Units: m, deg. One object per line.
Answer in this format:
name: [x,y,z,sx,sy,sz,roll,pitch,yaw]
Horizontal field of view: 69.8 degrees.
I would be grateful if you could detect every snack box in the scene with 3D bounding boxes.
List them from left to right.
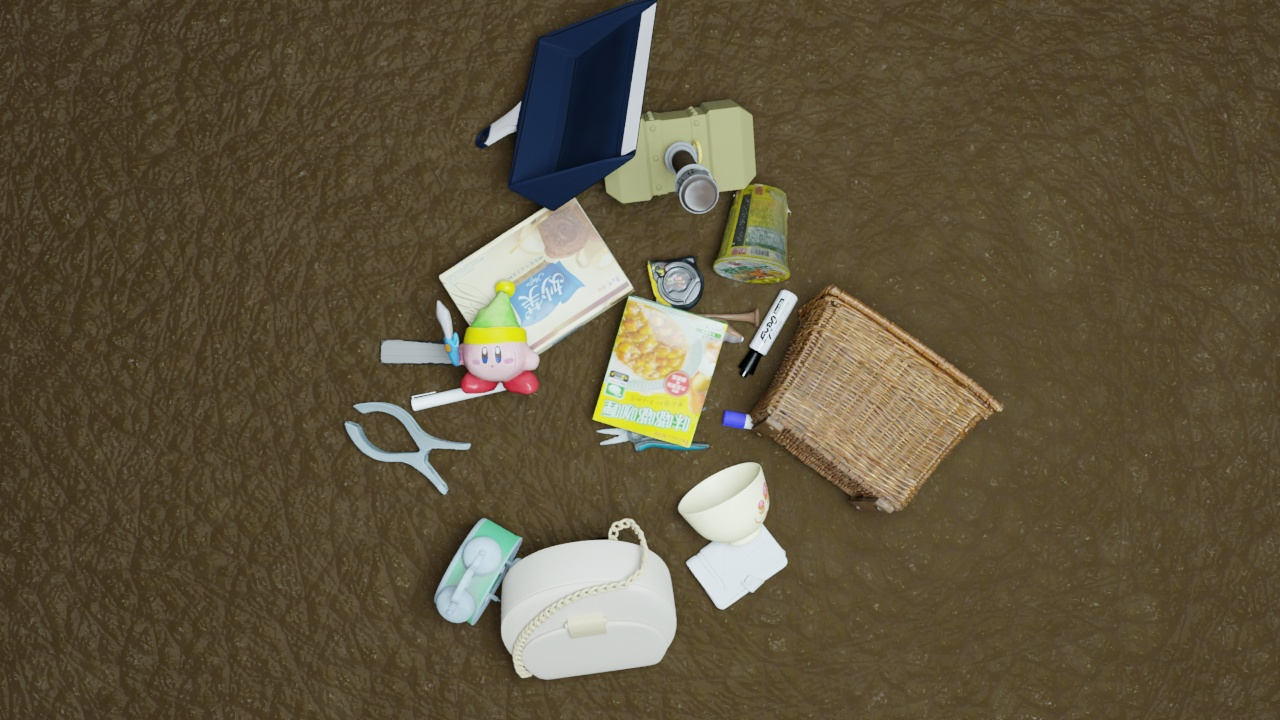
snack box: [-0.134,-0.100,1.199,0.207,0.055,0.153,-33,88,0]
snack box: [0.024,0.014,1.176,0.132,0.027,0.168,16,98,-1]

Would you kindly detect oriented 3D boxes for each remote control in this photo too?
remote control: [-0.277,-0.010,1.219,0.136,0.013,0.033,2,87,2]

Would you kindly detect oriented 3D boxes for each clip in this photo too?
clip: [-0.317,0.122,1.210,0.163,0.028,0.108,24,90,2]

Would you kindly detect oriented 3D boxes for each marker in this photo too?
marker: [-0.237,0.043,1.215,0.133,0.017,0.020,-13,86,0]
marker: [0.166,-0.034,1.209,0.025,0.025,0.126,30,89,1]
marker: [0.180,0.089,1.209,0.141,0.020,0.020,11,88,1]

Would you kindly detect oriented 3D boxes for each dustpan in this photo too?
dustpan: [-0.106,-0.314,1.145,0.080,0.274,0.235,22,63,-32]

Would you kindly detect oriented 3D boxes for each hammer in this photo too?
hammer: [0.051,-0.223,1.060,0.190,0.324,0.101,-7,112,0]

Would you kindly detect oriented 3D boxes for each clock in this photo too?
clock: [-0.200,0.266,1.136,0.075,0.161,0.122,29,89,2]

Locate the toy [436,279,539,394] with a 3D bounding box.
toy: [-0.185,-0.027,1.142,0.124,0.096,0.131,0,109,8]

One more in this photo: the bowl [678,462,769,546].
bowl: [0.117,0.192,1.164,0.118,0.118,0.074,-29,99,-1]

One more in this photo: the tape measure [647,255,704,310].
tape measure: [0.048,-0.101,1.205,0.071,0.042,0.072,-8,84,-1]

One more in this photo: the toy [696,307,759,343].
toy: [0.104,-0.041,1.204,0.102,0.042,0.054,2,66,9]

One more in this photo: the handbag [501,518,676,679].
handbag: [-0.064,0.304,1.132,0.210,0.103,0.209,-8,132,0]

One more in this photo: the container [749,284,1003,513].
container: [0.269,0.061,1.128,0.250,0.162,0.183,35,82,2]

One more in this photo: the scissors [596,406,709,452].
scissors: [0.025,0.092,1.210,0.149,0.019,0.122,-43,92,4]

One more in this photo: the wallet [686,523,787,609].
wallet: [0.126,0.264,1.198,0.116,0.032,0.086,-41,86,0]

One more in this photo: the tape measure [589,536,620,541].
tape measure: [-0.057,0.252,1.184,0.067,0.062,0.038,-14,88,-1]

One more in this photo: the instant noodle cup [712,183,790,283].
instant noodle cup: [0.148,-0.163,1.184,0.102,0.102,0.108,9,80,1]
